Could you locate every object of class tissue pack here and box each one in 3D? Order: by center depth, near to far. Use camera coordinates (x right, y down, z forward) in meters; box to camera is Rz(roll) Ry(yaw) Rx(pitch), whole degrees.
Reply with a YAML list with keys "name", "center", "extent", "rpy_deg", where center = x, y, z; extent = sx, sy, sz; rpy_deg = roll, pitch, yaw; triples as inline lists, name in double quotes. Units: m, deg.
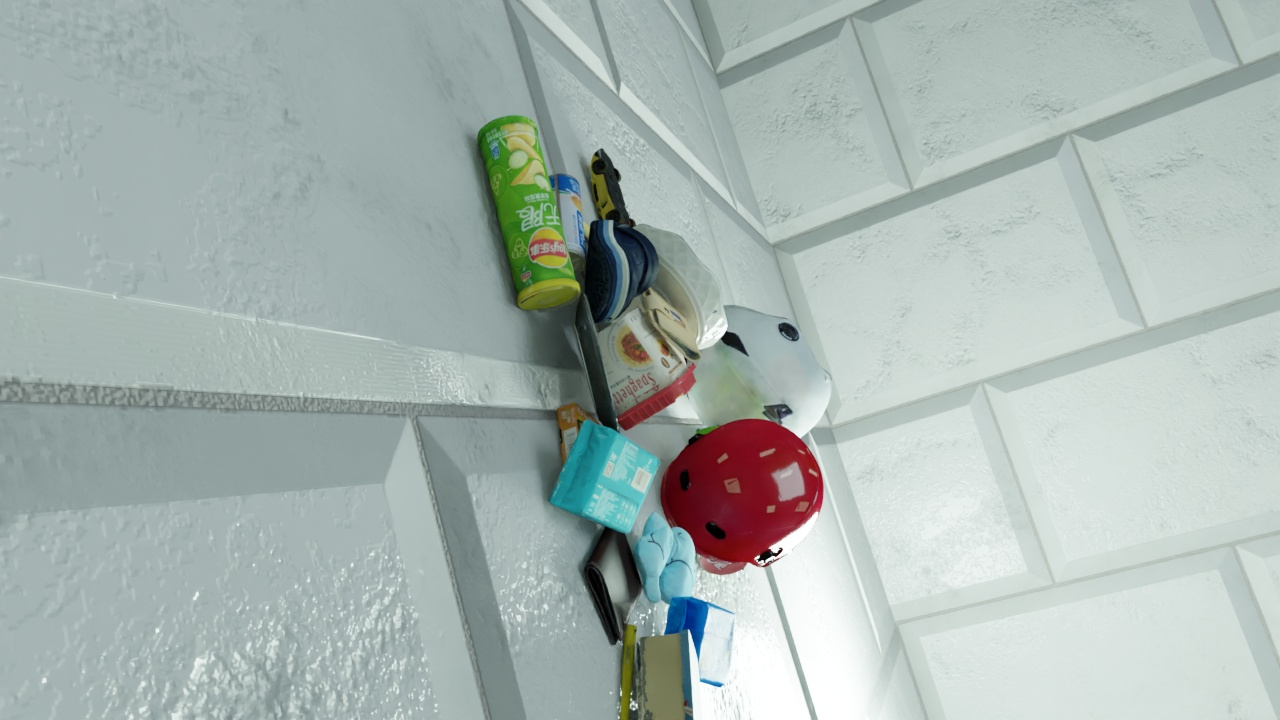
- name: "tissue pack"
  center: [-0.038, 0.124, 0.963]
  extent: [0.133, 0.050, 0.093]
  rpy_deg: [40, 70, -56]
- name: "tissue pack"
  center: [0.069, 0.335, 1.091]
  extent: [0.157, 0.052, 0.094]
  rpy_deg: [41, 57, -57]

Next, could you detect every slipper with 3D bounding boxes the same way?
- name: "slipper"
  center: [-0.026, -0.116, 1.181]
  extent: [0.252, 0.095, 0.105]
  rpy_deg: [-106, -160, -68]

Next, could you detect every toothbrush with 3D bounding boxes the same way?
- name: "toothbrush"
  center: [-0.011, 0.348, 0.923]
  extent: [0.189, 0.017, 0.016]
  rpy_deg: [-86, 152, -52]

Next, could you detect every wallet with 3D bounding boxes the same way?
- name: "wallet"
  center: [-0.026, 0.236, 0.998]
  extent: [0.122, 0.020, 0.096]
  rpy_deg: [-51, 125, -72]
- name: "wallet"
  center: [0.037, -0.052, 1.193]
  extent: [0.087, 0.024, 0.115]
  rpy_deg: [36, 19, -24]

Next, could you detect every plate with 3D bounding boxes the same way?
- name: "plate"
  center: [-0.052, 0.012, 1.042]
  extent: [0.179, 0.024, 0.179]
  rpy_deg: [165, -88, -87]
- name: "plate"
  center: [0.034, -0.095, 1.306]
  extent: [0.045, 0.205, 0.205]
  rpy_deg: [-38, 114, -28]

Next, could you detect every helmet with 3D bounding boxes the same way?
- name: "helmet"
  center: [0.156, 0.170, 1.271]
  extent: [0.239, 0.144, 0.207]
  rpy_deg: [-9, 60, -45]
- name: "helmet"
  center: [0.168, 0.045, 1.497]
  extent: [0.258, 0.230, 0.145]
  rpy_deg: [48, 37, -3]

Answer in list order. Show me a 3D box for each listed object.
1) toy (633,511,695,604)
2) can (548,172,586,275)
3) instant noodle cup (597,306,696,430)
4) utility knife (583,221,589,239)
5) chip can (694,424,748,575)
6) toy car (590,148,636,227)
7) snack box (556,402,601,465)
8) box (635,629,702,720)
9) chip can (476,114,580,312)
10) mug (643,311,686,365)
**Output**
- name: "toy"
  center: [0.035, 0.247, 1.110]
  extent: [0.161, 0.050, 0.156]
  rpy_deg: [-67, 144, -57]
- name: "can"
  center: [-0.098, -0.171, 1.158]
  extent: [0.053, 0.053, 0.134]
  rpy_deg: [49, 27, -50]
- name: "instant noodle cup"
  center: [-0.007, 0.007, 1.169]
  extent: [0.124, 0.116, 0.116]
  rpy_deg: [57, 18, -3]
- name: "utility knife"
  center: [-0.077, -0.184, 1.301]
  extent: [0.167, 0.018, 0.031]
  rpy_deg: [28, 49, -63]
- name: "chip can"
  center: [0.117, 0.204, 1.379]
  extent: [0.072, 0.072, 0.235]
  rpy_deg: [56, 22, -39]
- name: "toy car"
  center: [-0.047, -0.253, 1.424]
  extent: [0.071, 0.041, 0.155]
  rpy_deg: [13, 60, -70]
- name: "snack box"
  center: [-0.047, 0.113, 1.054]
  extent: [0.154, 0.026, 0.075]
  rpy_deg: [47, 28, -52]
- name: "box"
  center: [0.032, 0.363, 0.936]
  extent: [0.090, 0.062, 0.183]
  rpy_deg: [76, 11, -48]
- name: "chip can"
  center: [-0.128, -0.168, 1.033]
  extent: [0.072, 0.073, 0.221]
  rpy_deg: [21, 52, -68]
- name: "mug"
  center: [0.008, -0.001, 1.274]
  extent: [0.114, 0.082, 0.106]
  rpy_deg: [-38, 112, -44]
